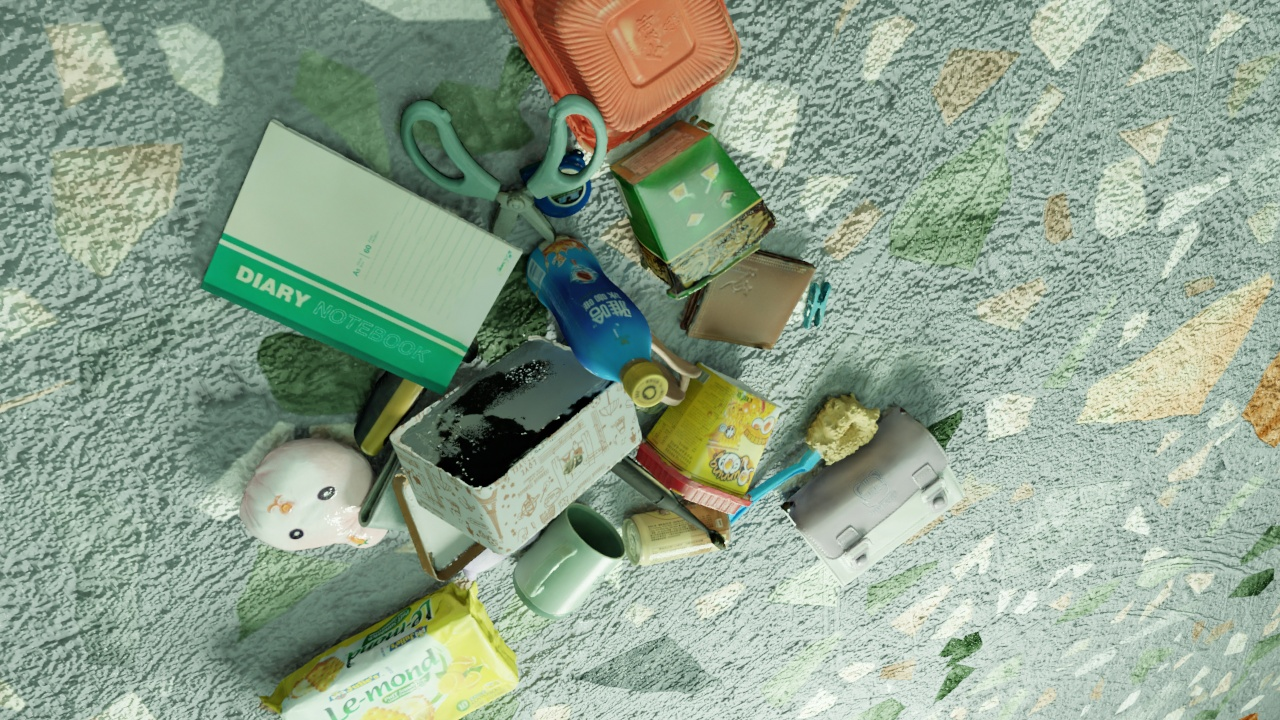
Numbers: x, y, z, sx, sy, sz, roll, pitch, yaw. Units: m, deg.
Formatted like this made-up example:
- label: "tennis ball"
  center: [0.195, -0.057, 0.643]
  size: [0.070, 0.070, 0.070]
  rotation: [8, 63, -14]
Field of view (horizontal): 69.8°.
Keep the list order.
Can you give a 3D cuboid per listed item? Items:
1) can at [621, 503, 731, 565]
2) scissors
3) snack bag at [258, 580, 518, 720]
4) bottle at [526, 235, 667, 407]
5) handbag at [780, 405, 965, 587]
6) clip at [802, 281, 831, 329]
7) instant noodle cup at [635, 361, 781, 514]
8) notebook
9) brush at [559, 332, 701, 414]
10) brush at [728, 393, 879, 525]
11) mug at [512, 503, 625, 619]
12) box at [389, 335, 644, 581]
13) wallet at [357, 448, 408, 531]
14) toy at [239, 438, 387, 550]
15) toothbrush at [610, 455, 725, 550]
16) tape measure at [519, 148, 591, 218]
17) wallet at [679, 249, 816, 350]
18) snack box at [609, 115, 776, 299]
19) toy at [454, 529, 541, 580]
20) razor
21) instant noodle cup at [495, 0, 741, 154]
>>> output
- label: "can"
  center: [0.042, 0.198, 1.053]
  size: [0.116, 0.058, 0.059]
  rotation: [-7, 124, -22]
- label: "scissors"
  center: [-0.116, -0.160, 0.731]
  size: [0.181, 0.019, 0.171]
  rotation: [18, 139, -20]
- label: "snack bag"
  center: [-0.261, 0.345, 0.999]
  size: [0.246, 0.068, 0.158]
  rotation: [-27, 130, -7]
- label: "bottle"
  center: [-0.034, -0.033, 0.755]
  size: [0.065, 0.218, 0.065]
  rotation: [-13, 125, -19]
- label: "handbag"
  center: [0.287, 0.170, 1.136]
  size: [0.197, 0.098, 0.145]
  rotation: [-39, 124, 2]
- label: "clip"
  center: [0.187, -0.059, 0.979]
  size: [0.045, 0.014, 0.057]
  rotation: [-9, 124, -23]
- label: "instant noodle cup"
  center: [0.075, 0.078, 0.962]
  size: [0.116, 0.116, 0.124]
  rotation: [24, 97, -35]
- label: "notebook"
  center: [-0.221, -0.074, 0.729]
  size: [0.209, 0.012, 0.151]
  rotation: [26, 110, -17]
- label: "brush"
  center: [-0.005, 0.005, 0.896]
  size: [0.145, 0.063, 0.073]
  rotation: [27, 117, -37]
- label: "brush"
  center: [0.177, 0.131, 1.092]
  size: [0.255, 0.046, 0.083]
  rotation: [-41, 133, 9]
- label: "mug"
  center: [-0.085, 0.220, 0.978]
  size: [0.106, 0.082, 0.111]
  rotation: [-48, 165, 15]
- label: "box"
  center: [-0.102, 0.106, 0.815]
  size: [0.180, 0.158, 0.198]
  rotation: [-38, 133, -36]
- label: "wallet"
  center: [-0.191, 0.120, 0.877]
  size: [0.129, 0.037, 0.106]
  rotation: [22, 100, -52]
- label: "toy"
  center: [-0.287, 0.129, 0.853]
  size: [0.159, 0.054, 0.121]
  rotation: [24, 110, -44]
- label: "toothbrush"
  center: [0.021, 0.146, 0.992]
  size: [0.026, 0.027, 0.212]
  rotation: [-43, 114, 14]
- label: "tape measure"
  center: [-0.070, -0.150, 0.784]
  size: [0.058, 0.025, 0.054]
  rotation: [-20, 130, -3]
- label: "wallet"
  center: [0.109, -0.064, 0.927]
  size: [0.124, 0.032, 0.101]
  rotation: [9, 115, -31]
- label: "snack box"
  center: [0.036, -0.139, 0.797]
  size: [0.117, 0.118, 0.105]
  rotation: [-35, 118, -2]
- label: "toy"
  center: [-0.150, 0.193, 0.969]
  size: [0.108, 0.039, 0.084]
  rotation: [-32, 147, -8]
- label: "razor"
  center: [-0.203, 0.019, 0.817]
  size: [0.067, 0.062, 0.168]
  rotation: [35, 109, -8]
- label: "instant noodle cup"
  center: [-0.005, -0.257, 0.708]
  size: [0.164, 0.079, 0.189]
  rotation: [-35, 131, 0]
